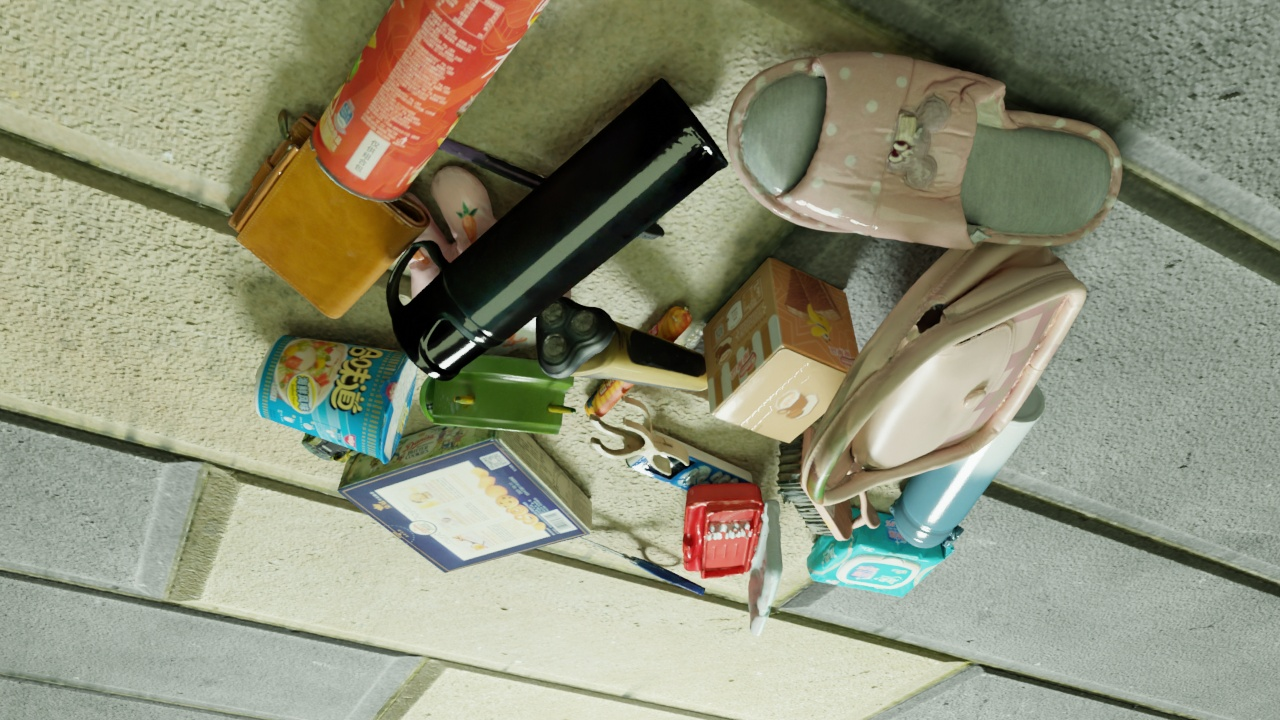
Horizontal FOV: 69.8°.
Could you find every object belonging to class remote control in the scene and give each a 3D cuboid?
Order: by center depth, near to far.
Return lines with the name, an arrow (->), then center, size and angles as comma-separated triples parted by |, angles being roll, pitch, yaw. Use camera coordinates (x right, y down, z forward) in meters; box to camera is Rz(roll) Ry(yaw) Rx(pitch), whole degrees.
remote control -> 0.049, 0.105, 0.888 | 0.125, 0.024, 0.049 | 25, 132, -27

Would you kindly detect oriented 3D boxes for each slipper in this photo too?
slipper -> 0.187, -0.126, 0.582 | 0.274, 0.054, 0.114 | 8, 108, -13

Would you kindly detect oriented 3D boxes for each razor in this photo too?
razor -> -0.005, -0.005, 0.700 | 0.167, 0.062, 0.068 | 15, 151, -41

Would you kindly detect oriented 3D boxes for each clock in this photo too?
clock -> -0.119, 0.029, 0.751 | 0.116, 0.056, 0.161 | 8, 174, -20

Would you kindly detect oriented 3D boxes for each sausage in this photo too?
sausage -> -0.005, 0.005, 0.778 | 0.021, 0.021, 0.166 | 22, 133, -23

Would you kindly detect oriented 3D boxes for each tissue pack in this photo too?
tissue pack -> 0.256, 0.209, 0.986 | 0.133, 0.050, 0.093 | 12, 136, -13

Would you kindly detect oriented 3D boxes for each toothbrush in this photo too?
toothbrush -> -0.068, -0.121, 0.644 | 0.189, 0.014, 0.017 | 20, 157, -19

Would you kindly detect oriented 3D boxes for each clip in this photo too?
clip -> 0.009, 0.064, 0.805 | 0.104, 0.034, 0.087 | 19, 134, -23

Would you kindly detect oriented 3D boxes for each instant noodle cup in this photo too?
instant noodle cup -> -0.250, 0.024, 0.755 | 0.110, 0.099, 0.099 | 15, 137, -3

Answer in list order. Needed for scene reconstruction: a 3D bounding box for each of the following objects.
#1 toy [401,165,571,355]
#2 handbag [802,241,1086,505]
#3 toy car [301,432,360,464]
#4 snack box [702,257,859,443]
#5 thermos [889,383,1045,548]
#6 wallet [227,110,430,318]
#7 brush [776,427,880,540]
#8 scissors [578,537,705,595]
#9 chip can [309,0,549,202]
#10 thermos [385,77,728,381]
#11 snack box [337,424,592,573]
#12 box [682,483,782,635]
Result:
toy -> -0.124, -0.066, 0.680 | 0.121, 0.054, 0.159 | -20, 127, 20
handbag -> 0.196, 0.021, 0.657 | 0.233, 0.093, 0.194 | -28, 147, -31
toy car -> -0.264, 0.062, 0.832 | 0.091, 0.036, 0.043 | -21, 133, 23
snack box -> 0.108, -0.007, 0.711 | 0.077, 0.094, 0.093 | 21, 134, -23
thermos -> 0.297, 0.098, 0.851 | 0.070, 0.070, 0.221 | 4, 138, -5
wallet -> -0.226, -0.099, 0.636 | 0.119, 0.035, 0.131 | 44, 130, -15
brush -> 0.184, 0.128, 0.885 | 0.073, 0.063, 0.146 | -10, 139, 26
scissors -> -0.005, 0.219, 0.999 | 0.162, 0.012, 0.162 | 20, 169, 22
chip can -> -0.114, -0.183, 0.529 | 0.073, 0.073, 0.217 | 27, 131, -27
thermos -> -0.065, -0.088, 0.602 | 0.243, 0.068, 0.090 | -36, 99, 15
snack box -> -0.168, 0.134, 0.906 | 0.183, 0.045, 0.178 | -18, 135, 19
box -> 0.089, 0.204, 0.924 | 0.095, 0.100, 0.201 | -1, 148, 2
